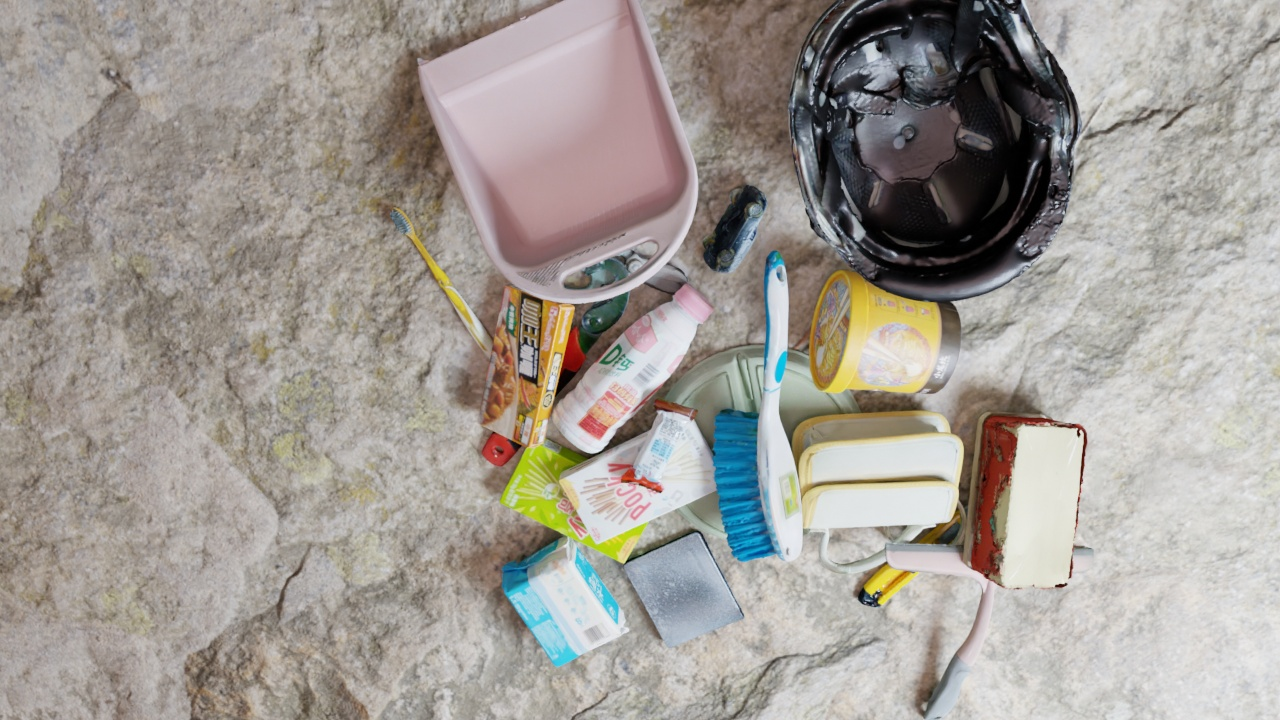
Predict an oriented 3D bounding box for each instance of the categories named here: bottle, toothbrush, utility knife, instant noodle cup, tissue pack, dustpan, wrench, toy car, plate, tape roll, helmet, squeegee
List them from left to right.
[{"bbox_3d":[-0.201,-0.076,0.948,0.016,0.018,0.191,-29,103,14],"label":"toothbrush"},{"bbox_3d":[-0.089,0.009,0.960,0.056,0.016,0.274,32,112,-6],"label":"wrench"},{"bbox_3d":[-0.084,0.269,1.023,0.090,0.063,0.140,-29,104,10],"label":"tissue pack"},{"bbox_3d":[-0.065,-0.196,0.826,0.223,0.138,0.273,-24,101,7],"label":"dustpan"},{"bbox_3d":[-0.006,0.005,0.937,0.068,0.068,0.197,40,102,-8],"label":"bottle"},{"bbox_3d":[0.095,-0.128,0.900,0.034,0.043,0.091,16,113,-30],"label":"toy car"},{"bbox_3d":[0.125,0.097,0.974,0.230,0.027,0.230,1,108,4],"label":"plate"},{"bbox_3d":[0.236,-0.021,0.888,0.114,0.118,0.118,8,108,-7],"label":"instant noodle cup"},{"bbox_3d":[0.242,-0.200,0.806,0.230,0.156,0.274,-24,108,15],"label":"helmet"},{"bbox_3d":[0.303,0.172,0.981,0.086,0.014,0.086,1,97,12],"label":"tape roll"},{"bbox_3d":[0.313,0.205,0.999,0.033,0.015,0.196,41,105,-11],"label":"utility knife"},{"bbox_3d":[0.356,0.313,1.004,0.247,0.040,0.250,3,116,-13],"label":"squeegee"}]

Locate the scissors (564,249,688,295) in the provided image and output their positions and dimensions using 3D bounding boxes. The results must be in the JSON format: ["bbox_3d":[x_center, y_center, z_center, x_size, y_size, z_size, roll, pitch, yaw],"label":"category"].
[{"bbox_3d":[-0.027,-0.125,0.922,0.185,0.019,0.132,2,108,2],"label":"scissors"}]

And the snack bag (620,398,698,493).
[{"bbox_3d":[0.018,0.087,0.921,0.048,0.026,0.104,18,106,-8],"label":"snack bag"}]

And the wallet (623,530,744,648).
[{"bbox_3d":[0.049,0.258,1.035,0.097,0.019,0.121,-26,102,9],"label":"wallet"}]

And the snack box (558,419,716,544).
[{"bbox_3d":[0.002,0.124,0.963,0.157,0.026,0.085,-26,104,11],"label":"snack box"}]

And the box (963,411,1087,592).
[{"bbox_3d":[0.386,0.141,0.916,0.091,0.080,0.168,3,95,-13],"label":"box"}]

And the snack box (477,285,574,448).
[{"bbox_3d":[-0.119,0.006,0.943,0.075,0.026,0.154,21,105,29],"label":"snack box"}]

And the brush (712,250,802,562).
[{"bbox_3d":[0.117,0.053,0.894,0.110,0.060,0.314,1,105,49],"label":"brush"}]

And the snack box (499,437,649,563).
[{"bbox_3d":[-0.066,0.151,1.005,0.156,0.026,0.086,27,108,-5],"label":"snack box"}]

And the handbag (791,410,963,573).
[{"bbox_3d":[0.240,0.145,0.940,0.163,0.063,0.179,-3,112,2],"label":"handbag"}]
